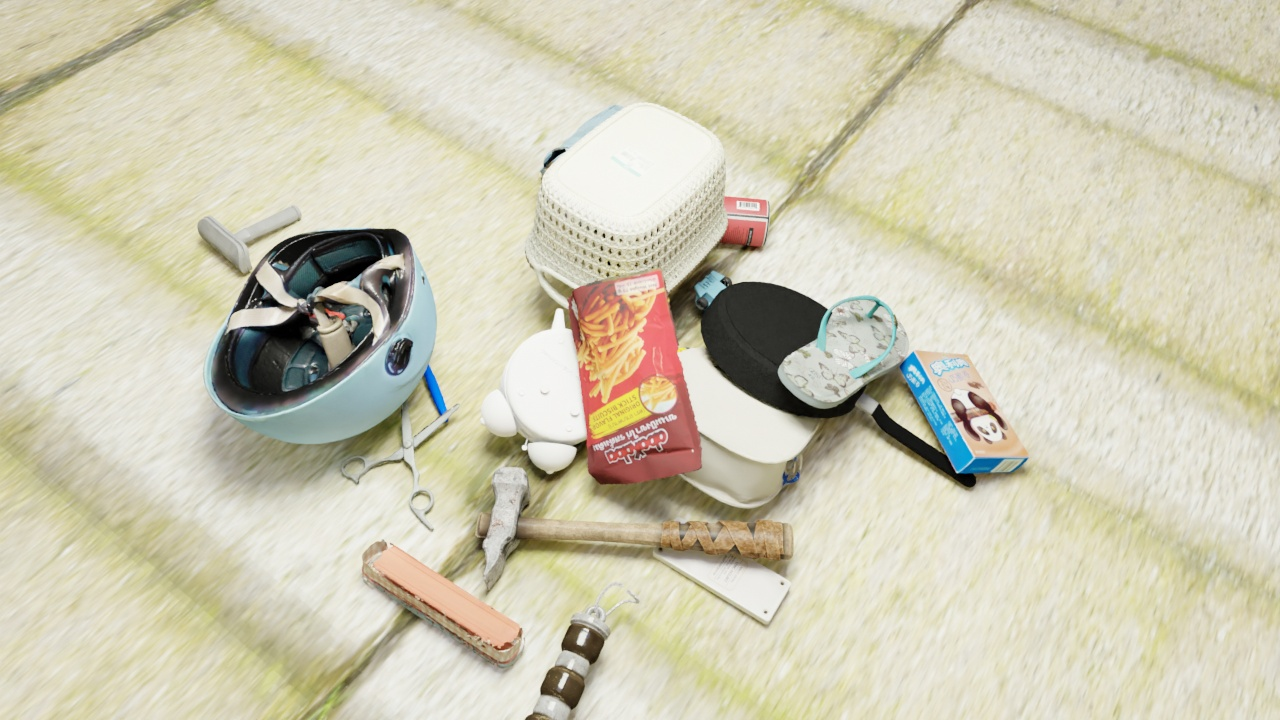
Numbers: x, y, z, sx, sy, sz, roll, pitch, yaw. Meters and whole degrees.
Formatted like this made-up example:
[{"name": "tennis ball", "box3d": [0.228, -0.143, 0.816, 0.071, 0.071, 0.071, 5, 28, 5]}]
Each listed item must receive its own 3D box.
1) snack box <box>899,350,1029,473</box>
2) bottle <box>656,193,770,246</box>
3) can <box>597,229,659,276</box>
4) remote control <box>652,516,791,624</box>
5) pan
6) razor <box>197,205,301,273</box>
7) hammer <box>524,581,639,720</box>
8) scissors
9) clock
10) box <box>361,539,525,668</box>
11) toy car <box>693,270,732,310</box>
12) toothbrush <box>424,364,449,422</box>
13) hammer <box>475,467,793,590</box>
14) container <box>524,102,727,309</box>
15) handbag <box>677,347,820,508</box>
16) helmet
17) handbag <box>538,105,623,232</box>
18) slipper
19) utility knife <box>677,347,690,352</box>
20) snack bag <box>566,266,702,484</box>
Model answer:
[{"name": "snack box", "box3d": [0.364, 0.057, 1.037, 0.087, 0.034, 0.151, 3, 49, -28]}, {"name": "bottle", "box3d": [0.078, -0.188, 1.205, 0.176, 0.062, 0.062, 5, 53, 0]}, {"name": "can", "box3d": [-0.010, -0.114, 1.136, 0.090, 0.075, 0.089, 2, 52, -2]}, {"name": "remote control", "box3d": [0.082, 0.212, 0.932, 0.136, 0.011, 0.050, 28, 56, 19]}, {"name": "pan", "box3d": [0.230, 0.024, 1.035, 0.356, 0.044, 0.203, 35, 36, 12]}, {"name": "razor", "box3d": [-0.487, -0.168, 1.173, 0.088, 0.047, 0.116, 36, 51, 22]}, {"name": "hammer", "box3d": [-0.091, 0.331, 0.788, 0.177, 0.080, 0.325, 19, 54, 11]}, {"name": "scissors", "box3d": [-0.248, 0.107, 0.988, 0.141, 0.014, 0.174, -22, 61, -11]}, {"name": "clock", "box3d": [-0.088, 0.031, 0.994, 0.125, 0.073, 0.160, 37, 71, -6]}, {"name": "box", "box3d": [-0.192, 0.229, 0.881, 0.187, 0.056, 0.059, 25, 87, 17]}, {"name": "toy car", "box3d": [0.112, -0.059, 1.131, 0.108, 0.028, 0.060, 44, 55, 8]}, {"name": "toothbrush", "box3d": [-0.250, 0.000, 1.071, 0.018, 0.016, 0.182, -15, 55, -21]}, {"name": "hammer", "box3d": [-0.006, 0.176, 0.925, 0.319, 0.049, 0.121, 3, 55, 2]}, {"name": "container", "box3d": [-0.010, -0.178, 1.046, 0.184, 0.143, 0.245, 31, 56, 17]}, {"name": "handbag", "box3d": [0.097, 0.063, 1.012, 0.201, 0.093, 0.199, 33, 37, 20]}, {"name": "helmet", "box3d": [-0.322, -0.014, 0.976, 0.226, 0.167, 0.264, 4, 49, 23]}, {"name": "handbag", "box3d": [-0.064, -0.251, 1.219, 0.122, 0.119, 0.191, 48, 43, -17]}, {"name": "slipper", "box3d": [0.242, -0.021, 1.015, 0.098, 0.055, 0.267, 38, 38, 13]}, {"name": "utility knife", "box3d": [-0.006, 0.006, 1.083, 0.151, 0.017, 0.030, -11, 49, -7]}, {"name": "snack bag", "box3d": [-0.008, 0.020, 0.935, 0.139, 0.066, 0.208, -15, 82, 32]}]
